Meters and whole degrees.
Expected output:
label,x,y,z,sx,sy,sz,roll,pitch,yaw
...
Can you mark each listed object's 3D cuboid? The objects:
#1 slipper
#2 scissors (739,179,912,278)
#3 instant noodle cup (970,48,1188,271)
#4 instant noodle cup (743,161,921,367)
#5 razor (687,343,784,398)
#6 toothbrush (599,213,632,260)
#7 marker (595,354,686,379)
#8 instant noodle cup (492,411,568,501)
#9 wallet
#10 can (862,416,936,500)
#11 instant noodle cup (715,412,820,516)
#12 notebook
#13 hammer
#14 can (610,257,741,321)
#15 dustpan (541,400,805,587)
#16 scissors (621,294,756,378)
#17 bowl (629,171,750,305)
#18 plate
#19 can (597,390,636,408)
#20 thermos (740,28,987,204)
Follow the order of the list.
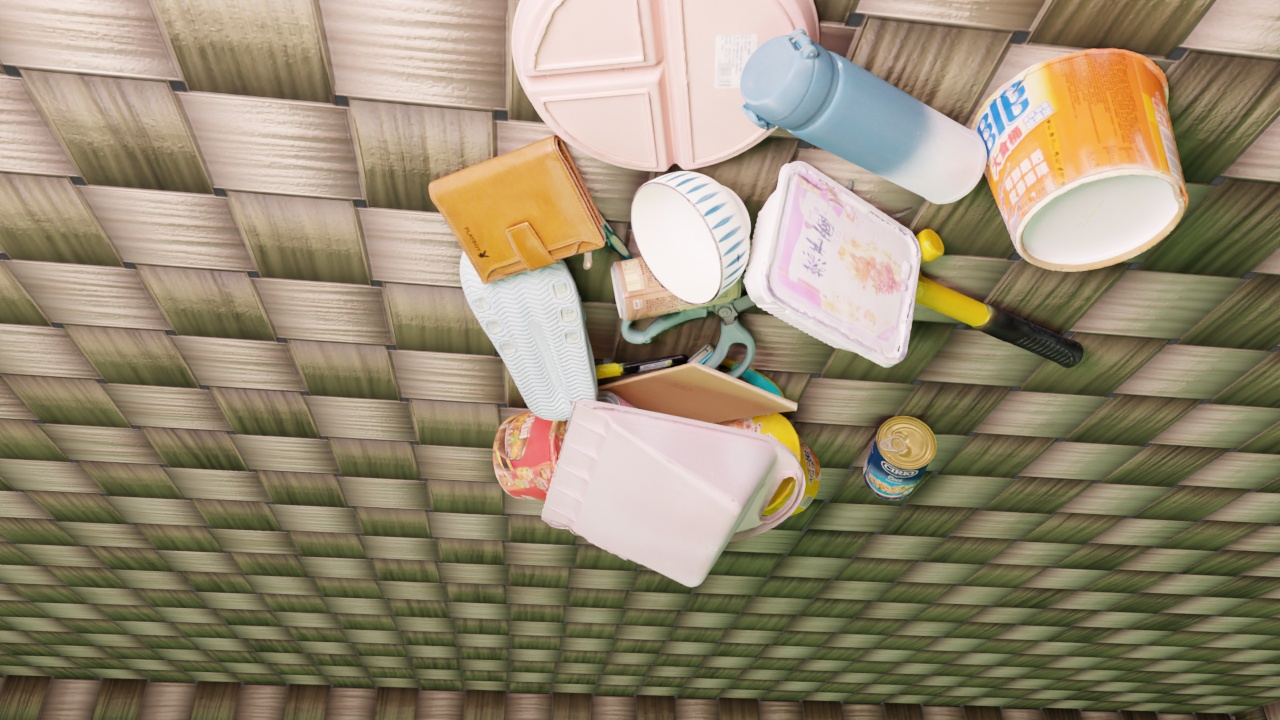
label,x,y,z,sx,sy,sz,roll,pitch,yaw
slipper,-0.102,-0.037,0.941,0.104,0.074,0.246,-11,130,7
scissors,0.172,-0.110,0.883,0.159,0.014,0.181,-3,146,2
instant noodle cup,0.345,-0.148,0.719,0.151,0.111,0.152,0,149,0
instant noodle cup,0.165,-0.078,0.815,0.173,0.137,0.060,24,159,-26
razor,0.118,0.017,1.073,0.132,0.028,0.043,26,129,-26
toothbrush,-0.030,-0.116,0.870,0.018,0.016,0.191,22,164,39
marker,-0.006,0.006,1.074,0.124,0.015,0.018,-10,148,11
instant noodle cup,-0.110,0.119,1.154,0.109,0.137,0.138,-9,148,31
wallet,-0.104,-0.125,0.810,0.131,0.035,0.119,-15,117,23
can,0.341,0.132,1.216,0.075,0.075,0.111,-1,149,2
instant noodle cup,0.163,0.139,1.186,0.138,0.137,0.109,-18,154,27
notebook,0.058,0.043,1.078,0.149,0.012,0.212,22,160,-28
hammer,0.355,-0.047,0.961,0.300,0.032,0.129,18,145,-26
can,0.033,-0.075,0.876,0.116,0.058,0.059,-11,149,-3
dustpan,0.041,0.141,1.063,0.273,0.138,0.223,30,134,8
scissors,0.074,-0.027,0.991,0.170,0.019,0.181,-18,131,21
bowl,0.053,-0.114,0.801,0.066,0.116,0.117,-33,161,-27
plate,0.018,-0.221,0.685,0.229,0.028,0.230,0,148,0
can,-0.027,0.083,1.127,0.067,0.066,0.093,-17,150,27
thermos,0.169,-0.177,0.687,0.220,0.070,0.070,13,148,-35
